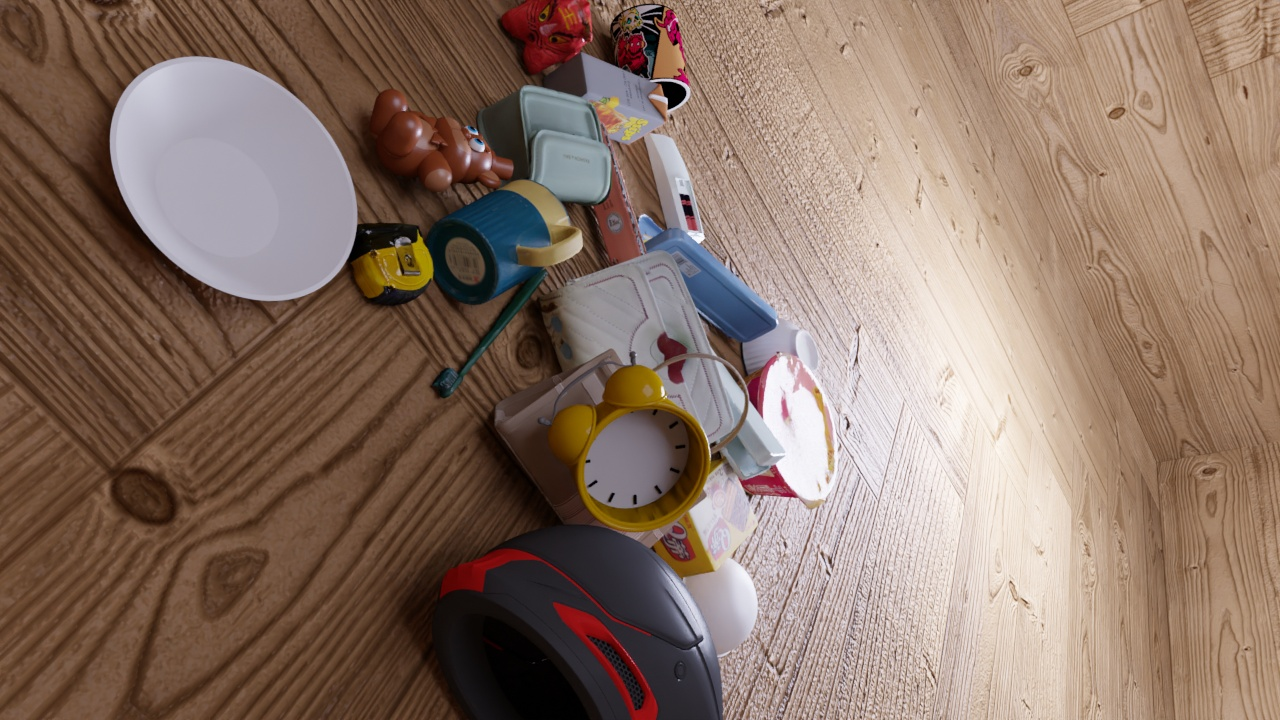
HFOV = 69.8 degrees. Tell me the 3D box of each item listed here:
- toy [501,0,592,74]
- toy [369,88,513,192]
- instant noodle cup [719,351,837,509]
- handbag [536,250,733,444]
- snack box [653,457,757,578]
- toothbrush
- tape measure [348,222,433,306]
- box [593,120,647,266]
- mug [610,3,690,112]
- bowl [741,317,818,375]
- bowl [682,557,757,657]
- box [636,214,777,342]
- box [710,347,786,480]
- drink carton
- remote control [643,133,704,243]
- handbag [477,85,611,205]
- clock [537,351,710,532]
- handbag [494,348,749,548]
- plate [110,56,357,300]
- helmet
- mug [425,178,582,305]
[{"bbox_3d":[-0.072,-0.363,0.970,0.088,0.094,0.132,53,39,-22],"label":"toy"},{"bbox_3d":[-0.164,-0.181,0.780,0.127,0.065,0.095,5,44,-39],"label":"toy"},{"bbox_3d":[0.157,0.086,1.089,0.178,0.078,0.178,25,57,-46],"label":"instant noodle cup"},{"bbox_3d":[-0.005,0.005,0.887,0.141,0.096,0.198,-26,98,-36],"label":"handbag"},{"bbox_3d":[0.060,0.161,0.941,0.105,0.061,0.083,-31,99,-53],"label":"snack box"},{"bbox_3d":[-0.130,-0.030,0.814,0.017,0.016,0.189,53,39,-20],"label":"toothbrush"},{"bbox_3d":[-0.195,-0.077,0.731,0.065,0.037,0.064,-8,81,-54],"label":"tape measure"},{"bbox_3d":[-0.033,-0.166,0.970,0.058,0.062,0.188,-19,88,-10],"label":"box"},{"bbox_3d":[0.015,-0.350,1.100,0.118,0.082,0.098,45,35,-73],"label":"mug"},{"bbox_3d":[0.188,-0.005,1.180,0.118,0.062,0.118,26,56,-45],"label":"bowl"},{"bbox_3d":[0.092,0.252,0.961,0.110,0.041,0.109,25,56,-45],"label":"bowl"},{"bbox_3d":[0.082,-0.100,1.075,0.209,0.074,0.077,36,45,-39],"label":"box"},{"bbox_3d":[0.081,0.033,0.986,0.082,0.066,0.199,-18,66,-47],"label":"box"},{"bbox_3d":[-0.037,-0.282,0.998,0.124,0.076,0.048,5,71,-47],"label":"drink carton"},{"bbox_3d":[0.044,-0.207,1.112,0.049,0.024,0.143,-6,80,-53],"label":"remote control"},{"bbox_3d":[-0.088,-0.208,0.904,0.121,0.067,0.106,-6,81,-54],"label":"handbag"},{"bbox_3d":[-0.010,0.071,0.752,0.152,0.113,0.052,56,-5,-23],"label":"clock"},{"bbox_3d":[0.003,0.066,0.801,0.176,0.198,0.062,58,2,-19],"label":"handbag"},{"bbox_3d":[-0.283,-0.120,0.636,0.173,0.036,0.173,25,56,-45],"label":"plate"},{"bbox_3d":[-0.030,0.226,0.706,0.169,0.165,0.265,-41,108,-51],"label":"helmet"},{"bbox_3d":[-0.110,-0.102,0.791,0.107,0.114,0.083,-40,133,-51],"label":"mug"}]
